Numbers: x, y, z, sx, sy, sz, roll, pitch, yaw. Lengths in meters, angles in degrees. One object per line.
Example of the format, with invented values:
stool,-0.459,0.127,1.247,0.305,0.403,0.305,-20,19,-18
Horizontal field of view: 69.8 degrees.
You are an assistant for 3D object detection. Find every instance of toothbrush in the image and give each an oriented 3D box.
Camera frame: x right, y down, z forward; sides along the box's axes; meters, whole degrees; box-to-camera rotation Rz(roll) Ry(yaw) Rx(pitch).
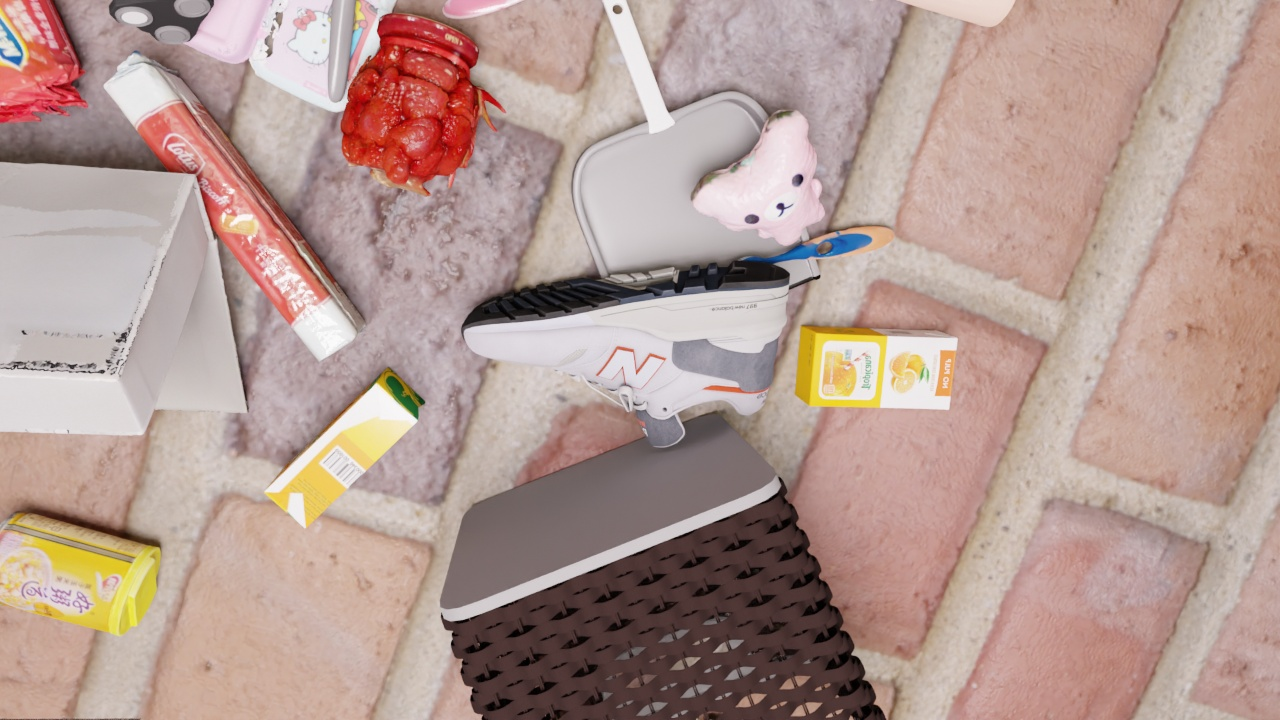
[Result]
toothbrush,-0.078,-0.270,0.661,0.135,0.016,0.021,-18,94,-4
toothbrush,0.136,-0.086,0.712,0.135,0.017,0.021,-13,114,-14

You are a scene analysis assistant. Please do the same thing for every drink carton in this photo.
drink carton,0.191,0.006,0.737,0.122,0.040,0.058,2,101,-8
drink carton,-0.222,0.066,0.688,0.122,0.058,0.041,-44,103,3

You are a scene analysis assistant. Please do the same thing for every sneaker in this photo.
sneaker,-0.004,0.004,0.676,0.240,0.088,0.124,-8,110,2

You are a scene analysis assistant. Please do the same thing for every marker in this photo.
marker,-0.200,-0.247,0.629,0.022,0.016,0.139,-7,114,-46

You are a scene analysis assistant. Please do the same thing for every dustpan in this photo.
dustpan,0.023,-0.149,0.689,0.163,0.033,0.258,-22,103,-2

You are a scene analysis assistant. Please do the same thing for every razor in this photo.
razor,-0.285,-0.281,0.576,0.060,0.057,0.156,14,92,19

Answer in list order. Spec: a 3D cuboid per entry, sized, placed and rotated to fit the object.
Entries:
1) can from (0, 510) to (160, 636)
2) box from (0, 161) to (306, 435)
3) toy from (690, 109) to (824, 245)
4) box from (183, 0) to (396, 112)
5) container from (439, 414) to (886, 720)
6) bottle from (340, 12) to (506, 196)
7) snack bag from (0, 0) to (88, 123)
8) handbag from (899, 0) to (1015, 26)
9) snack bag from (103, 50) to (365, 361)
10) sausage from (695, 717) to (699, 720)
can,-0.418,0.158,0.677,0.105,0.067,0.068,19,98,-10
box,-0.373,-0.039,0.666,0.167,0.446,0.165,3,90,-8
toy,0.097,-0.123,0.672,0.099,0.052,0.096,-40,125,14
box,-0.234,-0.291,0.625,0.153,0.041,0.201,24,98,-12
container,0.014,0.206,0.655,0.247,0.245,0.243,-21,100,-3
bottle,-0.152,-0.171,0.639,0.099,0.099,0.111,15,89,-10
snack bag,-0.431,-0.239,0.595,0.082,0.082,0.176,-20,102,-3
handbag,0.204,-0.311,0.600,0.198,0.187,0.116,11,92,-14
snack bag,-0.274,-0.101,0.638,0.041,0.077,0.225,-36,103,-3
sausage,0.010,0.371,0.798,0.020,0.020,0.155,29,97,-12
